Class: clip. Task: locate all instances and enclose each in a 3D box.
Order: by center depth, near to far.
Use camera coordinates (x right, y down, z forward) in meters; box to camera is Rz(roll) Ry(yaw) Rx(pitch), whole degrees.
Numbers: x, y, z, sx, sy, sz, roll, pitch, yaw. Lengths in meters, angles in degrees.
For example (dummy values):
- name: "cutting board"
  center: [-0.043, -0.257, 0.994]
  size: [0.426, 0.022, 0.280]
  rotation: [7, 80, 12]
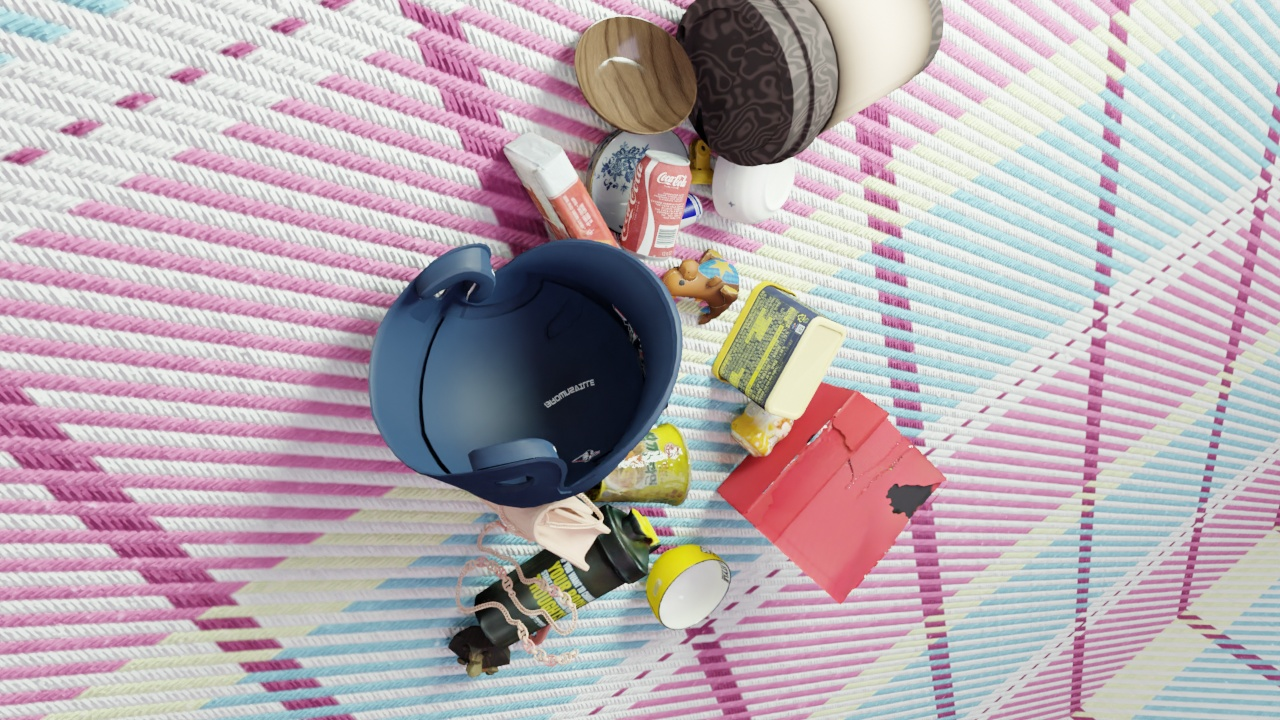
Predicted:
- name: "clip"
  center: [0.063, -0.205, 0.960]
  size: [0.054, 0.045, 0.049]
  rotation: [-7, 145, -31]

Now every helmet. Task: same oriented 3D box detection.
- name: "helmet"
  center: [-0.083, 0.014, 0.845]
  size: [0.273, 0.232, 0.223]
  rotation: [-29, 157, 18]

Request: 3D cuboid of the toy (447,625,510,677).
- name: "toy"
  center: [-0.193, 0.356, 1.104]
  size: [0.076, 0.062, 0.100]
  rotation: [13, 139, 4]

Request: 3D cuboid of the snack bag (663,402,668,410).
- name: "snack bag"
  center: [-0.006, 0.006, 1.045]
  size: [0.074, 0.018, 0.155]
  rotation: [-22, 128, -21]

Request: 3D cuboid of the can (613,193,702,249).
- name: "can"
  center: [0.019, -0.145, 0.960]
  size: [0.095, 0.032, 0.032]
  rotation: [-26, 129, -21]

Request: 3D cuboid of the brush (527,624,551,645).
- name: "brush"
  center: [-0.091, 0.282, 1.144]
  size: [0.172, 0.041, 0.030]
  rotation: [-59, 150, 9]

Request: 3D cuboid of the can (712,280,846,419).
- name: "can"
  center: [0.167, -0.011, 1.101]
  size: [0.075, 0.104, 0.135]
  rotation: [16, 106, -41]

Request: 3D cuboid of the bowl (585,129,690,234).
- name: "bowl"
  center: [-0.011, -0.184, 0.906]
  size: [0.114, 0.045, 0.114]
  rotation: [-18, 126, -27]

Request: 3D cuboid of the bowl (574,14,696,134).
- name: "bowl"
  center: [-0.009, -0.256, 0.847]
  size: [0.119, 0.032, 0.119]
  rotation: [6, 74, -21]

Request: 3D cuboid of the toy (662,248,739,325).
- name: "toy"
  center: [0.062, -0.075, 1.037]
  size: [0.090, 0.070, 0.103]
  rotation: [-1, 141, -21]

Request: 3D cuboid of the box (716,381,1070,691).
- name: "box"
  center: [0.259, 0.169, 1.078]
  size: [0.211, 0.410, 0.107]
  rotation: [-47, 125, -4]

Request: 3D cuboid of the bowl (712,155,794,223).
- name: "bowl"
  center: [0.126, -0.194, 0.973]
  size: [0.104, 0.054, 0.105]
  rotation: [-35, 136, -43]

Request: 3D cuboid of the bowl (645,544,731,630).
- name: "bowl"
  center: [0.056, 0.296, 1.235]
  size: [0.117, 0.067, 0.117]
  rotation: [-18, 126, -26]

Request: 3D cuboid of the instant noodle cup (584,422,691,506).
- name: "instant noodle cup"
  center: [-0.009, 0.125, 1.074]
  size: [0.108, 0.102, 0.102]
  rotation: [-3, 118, -25]

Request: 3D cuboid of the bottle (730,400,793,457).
- name: "bottle"
  center: [0.168, 0.071, 1.181]
  size: [0.109, 0.063, 0.063]
  rotation: [-48, 134, -2]

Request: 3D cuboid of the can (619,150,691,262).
- name: "can"
  center: [0.015, -0.147, 0.877]
  size: [0.054, 0.054, 0.097]
  rotation: [-4, 119, -35]

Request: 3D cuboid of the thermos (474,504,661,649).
- name: "thermos"
  center: [-0.083, 0.249, 1.067]
  size: [0.221, 0.098, 0.098]
  rotation: [-33, 133, 4]

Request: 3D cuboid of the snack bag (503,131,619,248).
- name: "snack bag"
  center: [-0.054, -0.118, 0.893]
  size: [0.041, 0.077, 0.225]
  rotation: [-42, 133, -9]

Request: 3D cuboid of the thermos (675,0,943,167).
- name: "thermos"
  center: [0.170, -0.303, 0.890]
  size: [0.225, 0.173, 0.173]
  rotation: [-29, 130, -27]

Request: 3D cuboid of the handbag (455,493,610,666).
- name: "handbag"
  center: [-0.138, 0.200, 0.943]
  size: [0.116, 0.199, 0.187]
  rotation: [35, 83, -47]
